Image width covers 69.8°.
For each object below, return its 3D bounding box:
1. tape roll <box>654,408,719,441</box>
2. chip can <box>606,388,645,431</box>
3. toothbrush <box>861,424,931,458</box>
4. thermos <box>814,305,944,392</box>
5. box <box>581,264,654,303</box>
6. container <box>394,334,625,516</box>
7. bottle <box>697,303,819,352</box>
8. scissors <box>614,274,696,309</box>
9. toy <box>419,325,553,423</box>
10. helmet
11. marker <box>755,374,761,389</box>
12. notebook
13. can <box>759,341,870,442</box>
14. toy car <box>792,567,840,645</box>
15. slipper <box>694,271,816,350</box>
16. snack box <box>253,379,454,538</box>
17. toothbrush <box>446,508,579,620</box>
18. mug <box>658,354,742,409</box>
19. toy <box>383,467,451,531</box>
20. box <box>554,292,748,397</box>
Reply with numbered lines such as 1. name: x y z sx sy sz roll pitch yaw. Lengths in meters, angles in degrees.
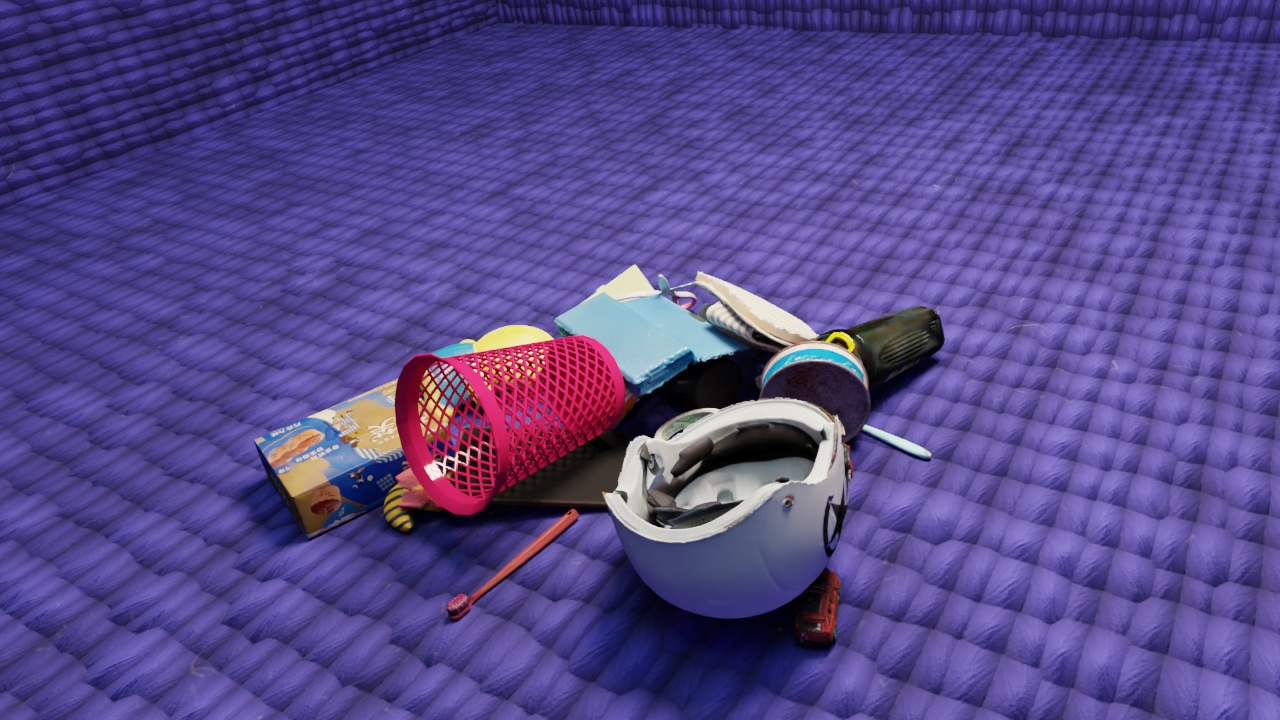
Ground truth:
1. tape roll: 0.064 0.089 1.141 0.094 0.018 0.093 -18 20 7
2. chip can: -0.007 0.007 1.258 0.075 0.075 0.214 11 36 27
3. toothbrush: 0.279 0.082 1.135 0.016 0.017 0.181 -29 39 -33
4. thermos: 0.304 -0.012 1.194 0.220 0.098 0.098 -20 33 -35
5. box: -0.045 -0.067 1.411 0.077 0.091 0.187 30 42 17
6. container: -0.139 0.056 1.076 0.183 0.183 0.225 21 28 38
7. bottle: 0.174 -0.041 1.308 0.195 0.052 0.052 14 37 36
8. scissors: 0.030 -0.095 1.374 0.172 0.170 0.013 -15 76 7
9. toy: -0.214 0.007 1.297 0.213 0.084 0.149 -19 35 -13
10. helmet: 0.102 0.152 0.918 0.237 0.164 0.263 -9 20 26
11. marker: 0.211 0.005 1.270 0.133 0.017 0.020 -28 57 -30
12. notebook: -0.121 0.129 1.119 0.209 0.008 0.141 2 32 -2
13. can: 0.208 0.043 1.102 0.130 0.130 0.044 -1 32 11
14. toy car: 0.171 0.236 0.892 0.042 0.036 0.091 2 27 16
15. slipper: 0.142 -0.062 1.221 0.114 0.054 0.272 14 16 -21
16. snack box: -0.358 0.117 1.161 0.202 0.069 0.155 -26 37 -27
17. toothbrush: -0.136 0.218 1.002 0.016 0.016 0.189 19 40 37
18. mug: 0.065 0.020 1.207 0.113 0.078 0.088 -5 26 -34
19. toy: -0.259 0.160 1.098 0.103 0.046 0.084 -30 60 -28
20. box: 0.009 -0.040 1.215 0.176 0.048 0.232 -23 32 -23
